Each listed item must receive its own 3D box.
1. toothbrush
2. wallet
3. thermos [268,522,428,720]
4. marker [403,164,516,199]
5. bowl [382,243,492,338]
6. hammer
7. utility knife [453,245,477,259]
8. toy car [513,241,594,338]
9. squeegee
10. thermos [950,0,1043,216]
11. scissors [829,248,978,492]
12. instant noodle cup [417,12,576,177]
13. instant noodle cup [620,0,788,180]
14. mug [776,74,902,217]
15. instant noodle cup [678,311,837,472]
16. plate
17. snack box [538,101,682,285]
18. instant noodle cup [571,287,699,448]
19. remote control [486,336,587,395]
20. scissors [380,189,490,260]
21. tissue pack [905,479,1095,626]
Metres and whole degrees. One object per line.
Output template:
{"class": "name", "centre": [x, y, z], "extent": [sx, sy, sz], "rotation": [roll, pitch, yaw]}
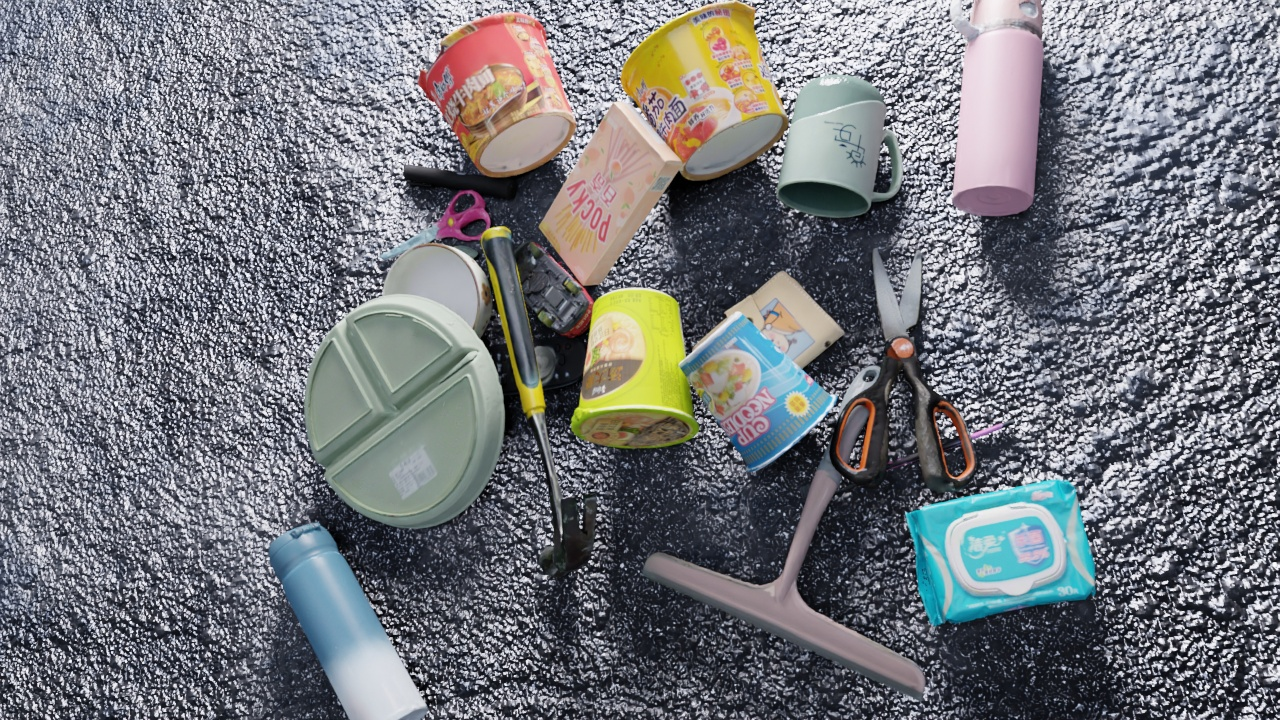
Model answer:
{"class": "toothbrush", "centre": [0.224, 0.083, 0.779], "extent": [0.189, 0.014, 0.017], "rotation": [-23, 70, 10]}
{"class": "wallet", "centre": [0.113, -0.019, 0.834], "extent": [0.115, 0.024, 0.087], "rotation": [-41, 74, 5]}
{"class": "thermos", "centre": [-0.280, 0.253, 0.865], "extent": [0.070, 0.070, 0.220], "rotation": [-40, 68, 4]}
{"class": "marker", "centre": [-0.192, -0.189, 0.969], "extent": [0.132, 0.020, 0.022], "rotation": [12, 95, 20]}
{"class": "bowl", "centre": [-0.191, -0.057, 0.907], "extent": [0.114, 0.062, 0.113], "rotation": [1, 92, 24]}
{"class": "hammer", "centre": [-0.096, 0.028, 0.827], "extent": [0.031, 0.126, 0.323], "rotation": [-9, 73, -22]}
{"class": "utility knife", "centre": [-0.237, -0.065, 0.958], "extent": [0.166, 0.018, 0.031], "rotation": [-42, 63, 8]}
{"class": "toy car", "centre": [-0.088, -0.068, 0.893], "extent": [0.053, 0.045, 0.120], "rotation": [-48, 57, 6]}
{"class": "squeegee", "centre": [0.152, 0.109, 0.764], "extent": [0.248, 0.040, 0.249], "rotation": [18, 73, 26]}
{"class": "thermos", "centre": [0.304, -0.232, 0.797], "extent": [0.087, 0.067, 0.198], "rotation": [11, 80, -18]}
{"class": "scissors", "centre": [0.209, 0.007, 0.774], "extent": [0.189, 0.022, 0.229], "rotation": [-23, 70, -11]}
{"class": "instant noodle cup", "centre": [-0.133, -0.257, 0.914], "extent": [0.138, 0.138, 0.108], "rotation": [-29, 79, 8]}
{"class": "instant noodle cup", "centre": [0.065, -0.241, 0.847], "extent": [0.138, 0.138, 0.109], "rotation": [-26, 79, 9]}
{"class": "mug", "centre": [0.186, -0.189, 0.827], "extent": [0.111, 0.082, 0.106], "rotation": [15, 79, -11]}
{"class": "instant noodle cup", "centre": [0.092, 0.022, 0.773], "extent": [0.099, 0.099, 0.110], "rotation": [-42, 89, 3]}
{"class": "plate", "centre": [-0.235, 0.051, 0.884], "extent": [0.230, 0.027, 0.230], "rotation": [2, 94, 24]}
{"class": "snack box", "centre": [-0.032, -0.154, 0.867], "extent": [0.084, 0.026, 0.158], "rotation": [52, 126, 21]}
{"class": "instant noodle cup", "centre": [-0.005, 0.005, 0.824], "extent": [0.112, 0.112, 0.123], "rotation": [-7, 67, 15]}
{"class": "remote control", "centre": [-0.114, 0.007, 0.894], "extent": [0.136, 0.024, 0.053], "rotation": [-7, 73, 14]}
{"class": "scissors", "centre": [-0.219, -0.134, 0.966], "extent": [0.133, 0.017, 0.056], "rotation": [-22, 86, 15]}
{"class": "tissue pack", "centre": [0.282, 0.152, 0.724], "extent": [0.134, 0.050, 0.093], "rotation": [-16, 73, 13]}
